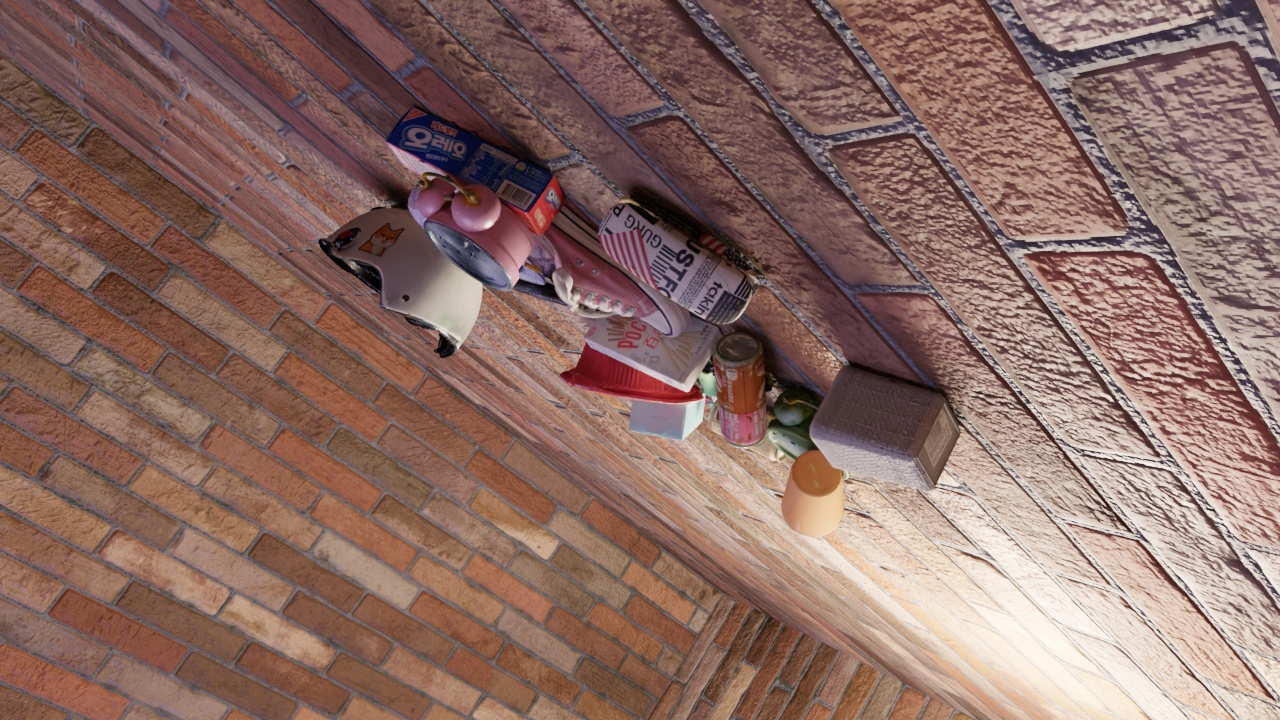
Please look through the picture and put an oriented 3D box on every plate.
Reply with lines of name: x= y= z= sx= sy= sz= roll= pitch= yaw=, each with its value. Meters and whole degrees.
plate: x=-0.106 y=-0.087 z=1.243 sx=0.179 sy=0.024 sz=0.179 roll=17 pitch=-177 yaw=-1

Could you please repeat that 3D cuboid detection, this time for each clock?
clock: x=0.216 y=0.088 z=1.124 sx=0.116 sy=0.056 sz=0.161 roll=28 pitch=164 yaw=19
clock: x=-0.181 y=-0.145 z=0.990 sx=0.117 sy=0.059 sz=0.158 roll=21 pitch=160 yaw=39

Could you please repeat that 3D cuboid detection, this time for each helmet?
helmet: x=-0.343 y=-0.142 z=1.395 sx=0.274 sy=0.156 sz=0.230 roll=38 pitch=171 yaw=31

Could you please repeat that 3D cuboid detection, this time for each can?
can: x=0.119 y=0.036 z=1.082 sx=0.058 sy=0.057 sz=0.147 roll=25 pitch=144 yaw=31
can: x=0.154 y=0.092 z=1.264 sx=0.116 sy=0.058 sz=0.058 roll=25 pitch=163 yaw=30

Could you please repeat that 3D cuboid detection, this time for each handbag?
handbag: x=-0.195 y=-0.163 z=1.164 sx=0.194 sy=0.075 sz=0.134 roll=20 pitch=162 yaw=42

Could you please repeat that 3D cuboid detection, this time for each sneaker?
sneaker: x=-0.054 y=-0.092 z=1.063 sx=0.241 sy=0.087 sz=0.118 roll=37 pitch=165 yaw=-9

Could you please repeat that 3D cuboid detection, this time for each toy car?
toy car: x=0.118 y=0.010 z=1.135 sx=0.105 sy=0.032 sz=0.048 roll=24 pitch=161 yaw=-9

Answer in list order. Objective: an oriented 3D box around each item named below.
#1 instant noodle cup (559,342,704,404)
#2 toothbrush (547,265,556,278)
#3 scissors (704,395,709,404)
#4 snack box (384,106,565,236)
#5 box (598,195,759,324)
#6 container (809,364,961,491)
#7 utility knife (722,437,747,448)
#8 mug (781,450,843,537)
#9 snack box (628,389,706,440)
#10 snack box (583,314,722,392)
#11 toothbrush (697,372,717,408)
instant noodle cup: x=-0.007 y=0.007 z=1.219 sx=0.194 sy=0.066 sz=0.193 roll=9 pitch=-174 yaw=-1
toothbrush: x=-0.163 y=-0.143 z=1.257 sx=0.221 sy=0.026 sz=0.026 roll=24 pitch=124 yaw=34
scissors: x=0.048 y=0.048 z=1.390 sx=0.130 sy=0.017 sz=0.134 roll=22 pitch=149 yaw=-2
snack box: x=-0.185 y=-0.212 z=1.021 sx=0.207 sy=0.057 sz=0.058 roll=28 pitch=167 yaw=19
box: x=0.044 y=-0.109 z=0.896 sx=0.163 sy=0.083 sz=0.075 roll=33 pitch=129 yaw=6
container: x=0.252 y=0.071 z=0.933 sx=0.114 sy=0.090 sz=0.090 roll=16 pitch=158 yaw=42
utility knife: x=0.144 y=0.122 z=1.388 sx=0.031 sy=0.022 sz=0.220 roll=17 pitch=172 yaw=13
mug: x=0.211 y=0.158 z=1.109 sx=0.078 sy=0.078 sz=0.123 roll=28 pitch=159 yaw=20
snack box: x=0.040 y=0.068 z=1.271 sx=0.074 sy=0.051 sz=0.174 roll=9 pitch=-174 yaw=12
snack box: x=0.014 y=-0.028 z=1.126 sx=0.157 sy=0.084 sz=0.027 roll=25 pitch=165 yaw=29
toothbrush: x=0.093 y=0.026 z=1.251 sx=0.027 sy=0.026 sz=0.224 roll=14 pitch=160 yaw=18
